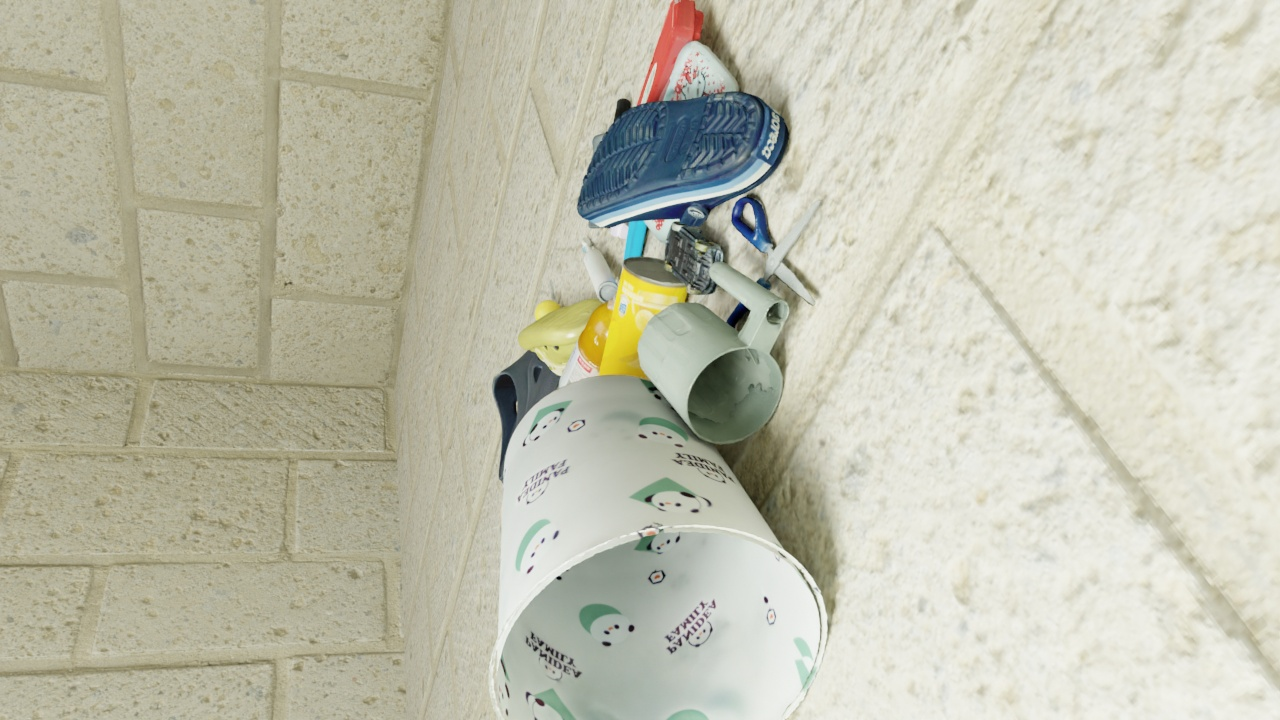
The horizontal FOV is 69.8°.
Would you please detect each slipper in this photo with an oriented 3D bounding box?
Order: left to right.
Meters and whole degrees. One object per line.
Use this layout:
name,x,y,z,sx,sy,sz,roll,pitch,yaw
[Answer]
slipper,-0.160,0.045,1.242,0.111,0.083,0.267,126,163,-49
slipper,-0.090,-0.026,1.174,0.081,0.091,0.191,59,156,-14
slipper,0.041,-0.173,0.820,0.253,0.095,0.105,-2,65,53

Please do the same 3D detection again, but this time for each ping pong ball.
ping pong ball,-0.133,-0.068,1.332,0.040,0.040,0.040,-177,91,-70

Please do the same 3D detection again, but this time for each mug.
mug,0.061,-0.011,0.733,0.124,0.083,0.103,-64,31,14

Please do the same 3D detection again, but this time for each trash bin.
trash bin,-0.009,0.147,0.717,0.251,0.229,0.230,-113,32,-60

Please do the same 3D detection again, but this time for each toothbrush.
toothbrush,-0.055,-0.118,1.133,0.221,0.026,0.026,-115,26,-65
toothbrush,-0.006,-0.233,1.049,0.029,0.021,0.189,24,113,28

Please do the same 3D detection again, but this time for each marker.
marker,-0.028,-0.248,1.075,0.022,0.020,0.131,93,-176,-67

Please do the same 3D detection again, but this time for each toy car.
toy car,0.050,-0.096,0.853,0.105,0.031,0.049,-128,46,-59

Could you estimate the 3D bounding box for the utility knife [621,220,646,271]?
utility knife,-0.014,-0.089,1.045,0.034,0.018,0.192,-111,28,-61

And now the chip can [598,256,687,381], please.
chip can,-0.006,0.005,0.932,0.072,0.072,0.214,-120,40,-57

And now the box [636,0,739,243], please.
box,0.028,-0.235,0.913,0.202,0.060,0.160,115,147,-47

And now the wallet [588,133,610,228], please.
wallet,-0.045,-0.227,1.157,0.097,0.019,0.121,-154,67,-70

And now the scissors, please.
scissors,0.101,-0.078,0.738,0.176,0.012,0.162,114,153,-46

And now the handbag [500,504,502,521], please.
handbag,-0.126,0.273,1.151,0.194,0.093,0.234,143,133,-66

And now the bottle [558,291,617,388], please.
bottle,-0.039,-0.010,1.027,0.190,0.068,0.068,120,148,-50
